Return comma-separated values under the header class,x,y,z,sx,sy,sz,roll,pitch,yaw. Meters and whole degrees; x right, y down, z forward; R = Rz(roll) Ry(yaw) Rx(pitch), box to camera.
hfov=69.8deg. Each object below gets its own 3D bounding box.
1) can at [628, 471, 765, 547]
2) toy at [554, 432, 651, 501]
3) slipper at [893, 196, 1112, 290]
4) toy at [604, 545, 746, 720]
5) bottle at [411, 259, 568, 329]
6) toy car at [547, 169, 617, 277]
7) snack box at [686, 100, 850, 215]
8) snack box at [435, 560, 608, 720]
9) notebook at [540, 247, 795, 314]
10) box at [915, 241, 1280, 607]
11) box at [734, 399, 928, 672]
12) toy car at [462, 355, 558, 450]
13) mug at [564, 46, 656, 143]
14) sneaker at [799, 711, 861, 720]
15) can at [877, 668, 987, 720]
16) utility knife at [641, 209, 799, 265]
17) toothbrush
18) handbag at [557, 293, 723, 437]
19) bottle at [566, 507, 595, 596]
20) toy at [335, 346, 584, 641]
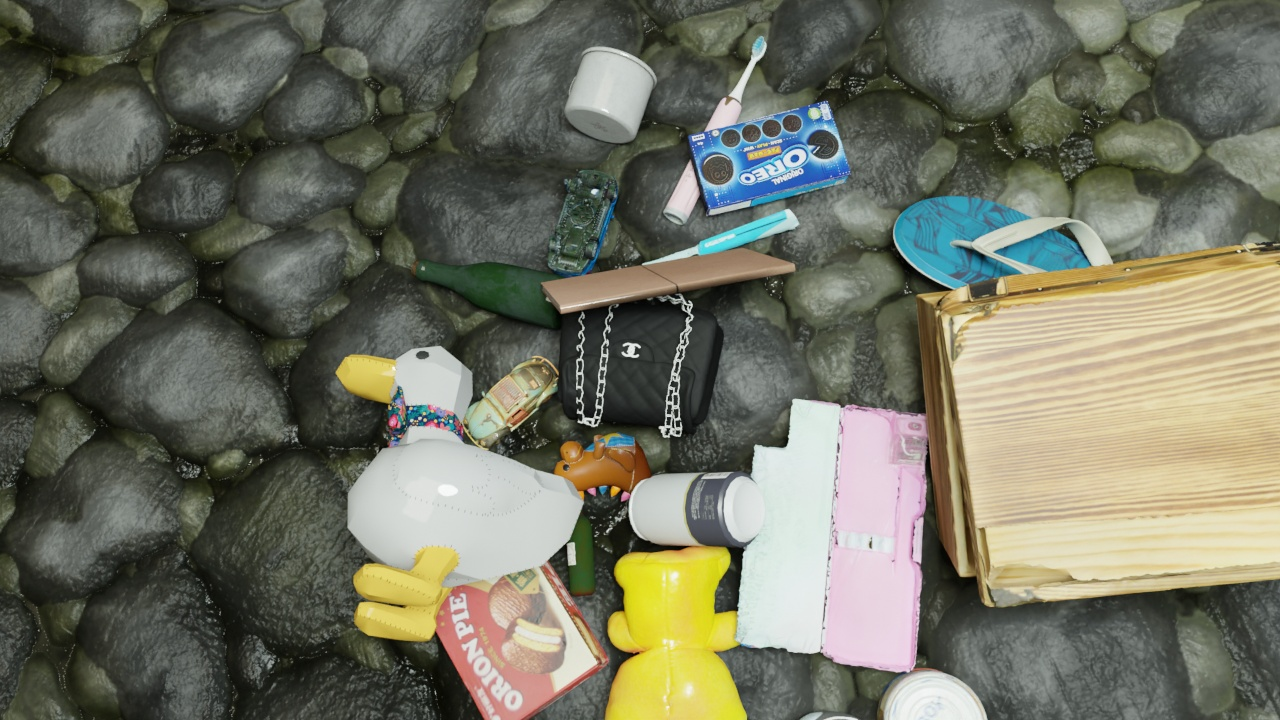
class,x,y,z,sx,sy,sz,roll,pitch,yaw
can,0.045,0.133,0.822,0.128,0.064,0.064,-8,71,42
toy,-0.033,0.120,0.878,0.090,0.070,0.103,-16,96,-2
slipper,0.379,-0.084,0.836,0.295,0.060,0.118,30,61,14
toy,0.034,0.258,0.812,0.134,0.087,0.193,-1,75,6
bottle,-0.158,-0.077,0.951,0.174,0.055,0.055,14,79,15
toy car,-0.060,-0.140,0.954,0.056,0.043,0.120,13,76,13
snack box,0.129,-0.203,0.929,0.150,0.027,0.082,-15,80,-2
snack box,-0.142,0.217,0.867,0.113,0.060,0.236,-35,72,-2
notebook,0.019,-0.077,0.851,0.209,0.141,0.008,-11,105,-10
box,0.379,0.040,0.718,0.279,0.175,0.247,-7,98,10
box,0.173,0.152,0.828,0.159,0.035,0.230,7,77,3
toy car,-0.132,0.039,0.919,0.112,0.047,0.047,-42,76,-2
mug,-0.042,-0.279,0.975,0.113,0.084,0.070,9,77,47
sneaker,0.115,0.402,0.720,0.093,0.160,0.256,29,81,16
can,0.247,0.308,0.780,0.086,0.043,0.086,-2,74,8
utility knife,0.079,-0.117,0.939,0.169,0.015,0.022,-19,66,8
toothbrush,0.082,-0.244,0.963,0.027,0.026,0.222,23,81,19
handbag,-0.005,0.005,0.870,0.154,0.115,0.125,6,81,9
bottle,-0.059,0.172,0.882,0.025,0.025,0.106,-7,75,8
toy,-0.173,0.105,0.807,0.246,0.141,0.266,14,50,-5
